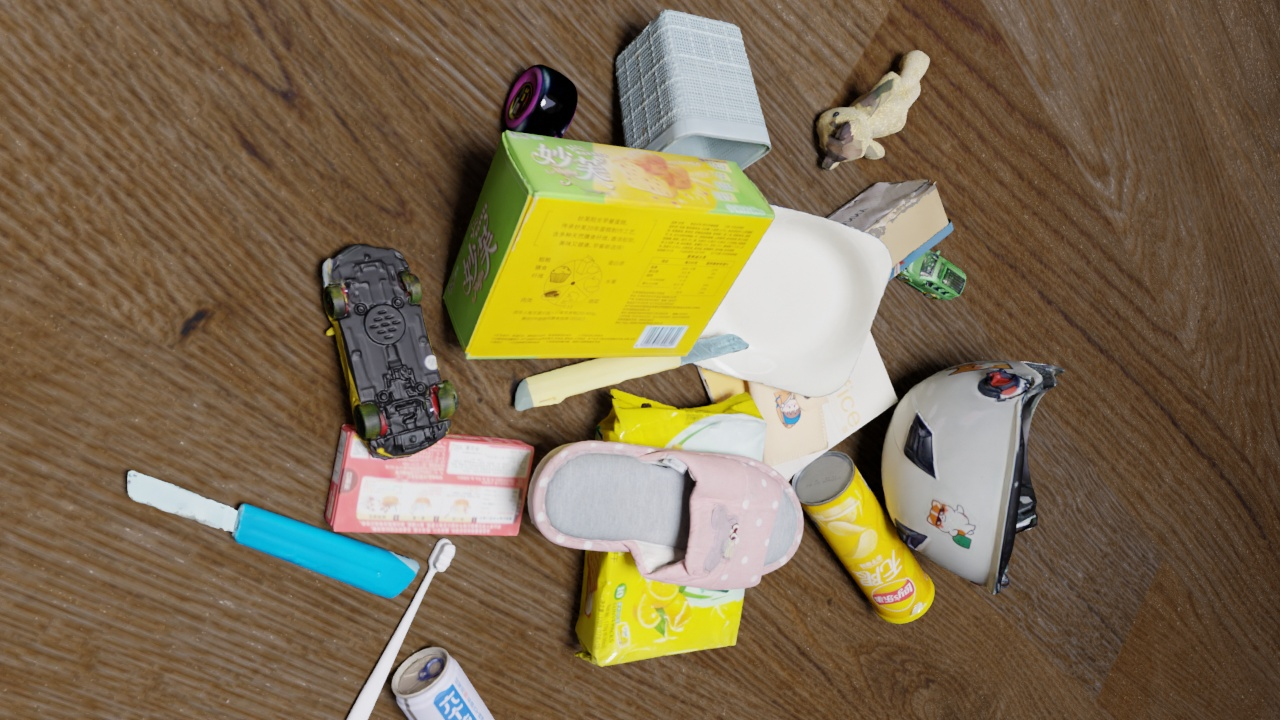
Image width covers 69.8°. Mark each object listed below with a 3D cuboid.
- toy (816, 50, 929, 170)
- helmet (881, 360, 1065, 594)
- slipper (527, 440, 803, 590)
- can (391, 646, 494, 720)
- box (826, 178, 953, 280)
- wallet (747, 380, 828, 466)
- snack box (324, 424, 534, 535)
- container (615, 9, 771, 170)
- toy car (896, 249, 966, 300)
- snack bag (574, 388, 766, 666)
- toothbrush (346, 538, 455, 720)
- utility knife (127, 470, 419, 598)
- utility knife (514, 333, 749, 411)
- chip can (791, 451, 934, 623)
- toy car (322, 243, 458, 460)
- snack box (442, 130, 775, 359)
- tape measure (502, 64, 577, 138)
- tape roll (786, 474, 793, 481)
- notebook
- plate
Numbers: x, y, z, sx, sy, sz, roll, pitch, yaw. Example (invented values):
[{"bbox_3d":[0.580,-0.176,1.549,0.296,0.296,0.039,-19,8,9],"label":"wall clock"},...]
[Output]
[{"bbox_3d":[0.229,-0.246,0.891,0.157,0.066,0.105,-43,162,-24],"label":"toy"},{"bbox_3d":[0.327,0.104,0.944,0.273,0.157,0.230,-33,128,-52],"label":"helmet"},{"bbox_3d":[0.037,0.125,0.744,0.274,0.054,0.114,17,90,-32],"label":"slipper"},{"bbox_3d":[-0.146,0.295,0.736,0.053,0.053,0.135,-36,117,-24],"label":"can"},{"bbox_3d":[0.218,-0.115,0.885,0.184,0.090,0.062,-33,112,-21],"label":"box"},{"bbox_3d":[0.143,0.037,0.874,0.087,0.024,0.115,-12,92,-30],"label":"wallet"},{"bbox_3d":[-0.159,0.094,0.706,0.152,0.025,0.075,9,94,-35],"label":"snack box"},{"bbox_3d":[0.038,-0.206,0.729,0.090,0.090,0.111,-2,77,-33],"label":"container"},{"bbox_3d":[0.313,-0.095,0.988,0.091,0.036,0.043,22,88,-32],"label":"toy car"},{"bbox_3d":[0.022,0.148,0.812,0.157,0.068,0.246,2,99,-32],"label":"snack bag"},{"bbox_3d":[-0.190,0.223,0.715,0.016,0.016,0.180,31,81,-32],"label":"toothbrush"},{"bbox_3d":[-0.255,0.124,0.649,0.218,0.018,0.034,33,82,-36],"label":"utility knife"},{"bbox_3d":[-0.005,0.005,0.773,0.215,0.022,0.031,-16,70,-15],"label":"utility knife"},{"bbox_3d":[0.237,0.189,0.969,0.072,0.072,0.213,-48,120,-18],"label":"chip can"},{"bbox_3d":[-0.181,-0.007,0.656,0.071,0.041,0.156,-16,91,-33],"label":"toy car"},{"bbox_3d":[-0.025,-0.078,0.690,0.209,0.070,0.158,-1,137,-34],"label":"snack box"},{"bbox_3d":[-0.074,-0.190,0.691,0.039,0.058,0.057,20,85,-36],"label":"tape measure"},{"bbox_3d":[0.122,0.092,0.905,0.085,0.014,0.086,-7,103,-33],"label":"tape roll"},{"bbox_3d":[0.160,0.024,0.904,0.205,0.010,0.146,-29,102,-27],"label":"notebook"},{"bbox_3d":[0.124,-0.056,0.810,0.163,0.034,0.164,16,116,0],"label":"plate"}]
